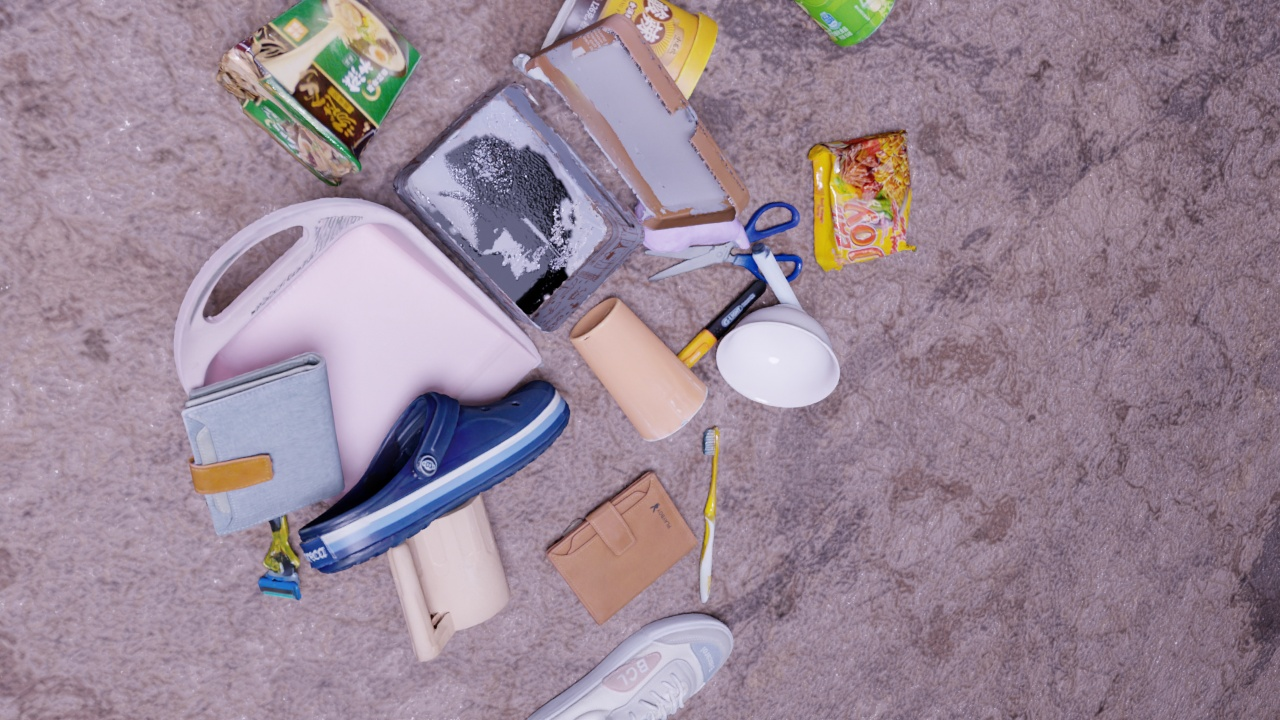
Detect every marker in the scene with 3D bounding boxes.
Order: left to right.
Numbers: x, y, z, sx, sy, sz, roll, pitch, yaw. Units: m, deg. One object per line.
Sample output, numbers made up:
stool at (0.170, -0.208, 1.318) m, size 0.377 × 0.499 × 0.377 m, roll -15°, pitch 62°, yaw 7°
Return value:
marker at (0.078, -0.033, 0.897) m, size 0.124 × 0.015 × 0.018 m, roll -45°, pitch 118°, yaw -3°
marker at (0.144, -0.064, 0.909) m, size 0.018 × 0.022 × 0.131 m, roll -31°, pitch 125°, yaw 8°

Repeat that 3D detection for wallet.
wallet at (-0.274, 0.066, 0.673) m, size 0.106 × 0.037 × 0.130 m, roll -22°, pitch 136°, yaw -32°
wallet at (-0.017, 0.184, 0.905) m, size 0.131 × 0.031 × 0.108 m, roll -37°, pitch 115°, yaw -13°

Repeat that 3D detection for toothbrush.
toothbrush at (-0.038, -0.212, 0.812) m, size 0.180 × 0.016 × 0.016 m, roll 32°, pitch 90°, yaw -28°
toothbrush at (0.068, 0.161, 0.943) m, size 0.018 × 0.016 × 0.191 m, roll 0°, pitch 102°, yaw -12°

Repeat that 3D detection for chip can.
chip can at (0.135, -0.372, 0.815) m, size 0.221 × 0.072 × 0.072 m, roll 33°, pitch 88°, yaw -26°

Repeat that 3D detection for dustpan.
dustpan at (-0.217, 0.006, 0.716) m, size 0.222 × 0.139 × 0.273 m, roll -48°, pitch 115°, yaw -7°

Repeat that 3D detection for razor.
razor at (-0.310, 0.131, 0.772) m, size 0.043 × 0.022 × 0.143 m, roll -1°, pitch 103°, yaw 22°

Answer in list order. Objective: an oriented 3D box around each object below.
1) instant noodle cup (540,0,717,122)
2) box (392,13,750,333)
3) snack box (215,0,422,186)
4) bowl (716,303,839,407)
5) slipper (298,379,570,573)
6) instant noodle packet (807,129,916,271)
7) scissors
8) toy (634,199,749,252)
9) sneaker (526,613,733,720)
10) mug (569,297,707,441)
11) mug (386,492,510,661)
instant noodle cup at (-0.015, -0.257, 0.759) m, size 0.114 × 0.118 × 0.118 m, roll 27°, pitch 90°, yaw -18°
box at (-0.068, -0.126, 0.726) m, size 0.180 × 0.227 × 0.156 m, roll 50°, pitch 64°, yaw -26°
snack box at (-0.230, -0.210, 0.682) m, size 0.117 × 0.118 × 0.105 m, roll 44°, pitch 73°, yaw -25°
bowl at (0.138, -0.016, 0.896) m, size 0.118 × 0.119 × 0.064 m, roll 42°, pitch 46°, yaw -25°
slipper at (-0.171, 0.077, 0.746) m, size 0.252 × 0.105 × 0.095 m, roll -34°, pitch 102°, yaw -41°
instant noodle packet at (0.225, -0.159, 0.921) m, size 0.110 × 0.044 × 0.128 m, roll -13°, pitch 107°, yaw -16°
scissors at (0.088, -0.097, 0.894) m, size 0.171 × 0.012 × 0.141 m, roll -42°, pitch 115°, yaw -7°
toy at (0.044, -0.135, 0.850) m, size 0.108 × 0.039 × 0.084 m, roll -13°, pitch 84°, yaw -16°
sneaker at (-0.001, 0.341, 0.914) m, size 0.242 × 0.091 × 0.089 m, roll -29°, pitch 113°, yaw -15°
mug at (-0.005, 0.005, 0.846) m, size 0.078 × 0.078 × 0.123 m, roll -44°, pitch 109°, yaw -9°
mug at (-0.172, 0.177, 0.790) m, size 0.084 × 0.124 × 0.103 m, roll -6°, pitch 107°, yaw 18°
